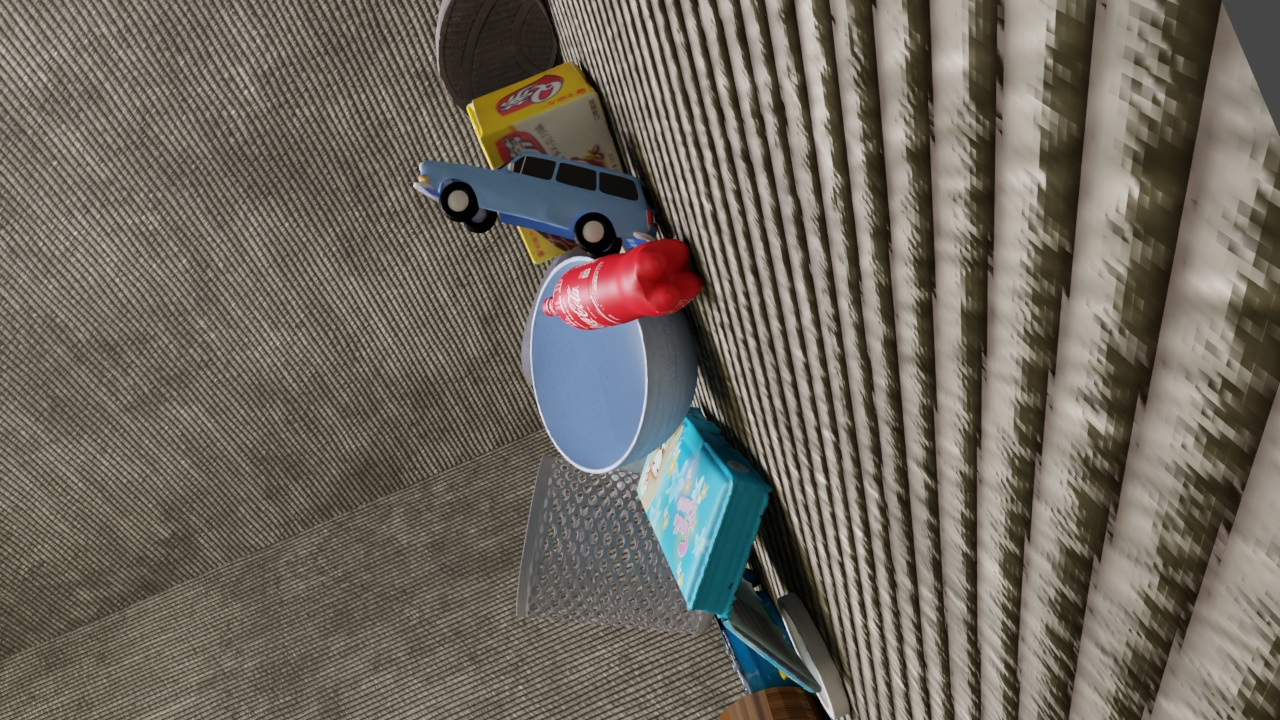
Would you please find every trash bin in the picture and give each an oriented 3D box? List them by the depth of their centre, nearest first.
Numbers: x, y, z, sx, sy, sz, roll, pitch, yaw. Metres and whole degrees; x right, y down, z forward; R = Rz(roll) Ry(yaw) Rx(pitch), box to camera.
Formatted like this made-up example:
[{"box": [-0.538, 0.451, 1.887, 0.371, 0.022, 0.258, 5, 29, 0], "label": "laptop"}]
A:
[{"box": [-0.017, 0.183, 0.898, 0.156, 0.183, 0.156, -178, 97, -88], "label": "trash bin"}]

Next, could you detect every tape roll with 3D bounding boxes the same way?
[{"box": [0.126, 0.216, 0.673, 0.093, 0.013, 0.093, 155, 91, -87], "label": "tape roll"}]

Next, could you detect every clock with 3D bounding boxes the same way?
[{"box": [0.110, 0.271, 0.912, 0.117, 0.060, 0.161, 69, 178, -45], "label": "clock"}]

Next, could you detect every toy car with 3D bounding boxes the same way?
[{"box": [-0.062, -0.099, 0.567, 0.056, 0.153, 0.055, 10, -86, -84], "label": "toy car"}]

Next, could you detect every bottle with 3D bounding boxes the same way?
[{"box": [-0.019, -0.041, 0.549, 0.142, 0.041, 0.042, -8, 107, 54], "label": "bottle"}]

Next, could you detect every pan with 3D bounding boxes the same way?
[{"box": [-0.087, -0.037, 1.075, 0.357, 0.041, 0.178, 94, -164, -79], "label": "pan"}]

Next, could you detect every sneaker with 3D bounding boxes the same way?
[{"box": [-0.121, -0.265, 0.741, 0.235, 0.095, 0.120, 65, -175, -80], "label": "sneaker"}]

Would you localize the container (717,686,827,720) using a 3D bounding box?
[{"box": [0.134, 0.385, 0.794, 0.167, 0.132, 0.132, -108, -2, -50], "label": "container"}]

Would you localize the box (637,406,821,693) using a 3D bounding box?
[{"box": [0.050, 0.132, 0.684, 0.227, 0.084, 0.171, -128, 23, -76], "label": "box"}]

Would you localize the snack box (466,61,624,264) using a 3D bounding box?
[{"box": [-0.059, -0.136, 0.634, 0.061, 0.083, 0.106, -115, 3, -51], "label": "snack box"}]

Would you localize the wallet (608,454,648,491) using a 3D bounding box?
[{"box": [-0.006, 0.088, 1.134, 0.054, 0.100, 0.131, 33, -145, -89], "label": "wallet"}]

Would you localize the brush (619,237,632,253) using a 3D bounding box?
[{"box": [0.012, -0.049, 0.721, 0.135, 0.015, 0.050, 61, 177, 5], "label": "brush"}]

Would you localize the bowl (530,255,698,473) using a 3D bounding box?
[{"box": [-0.010, 0.001, 0.645, 0.151, 0.074, 0.150, 11, 104, 55], "label": "bowl"}]
